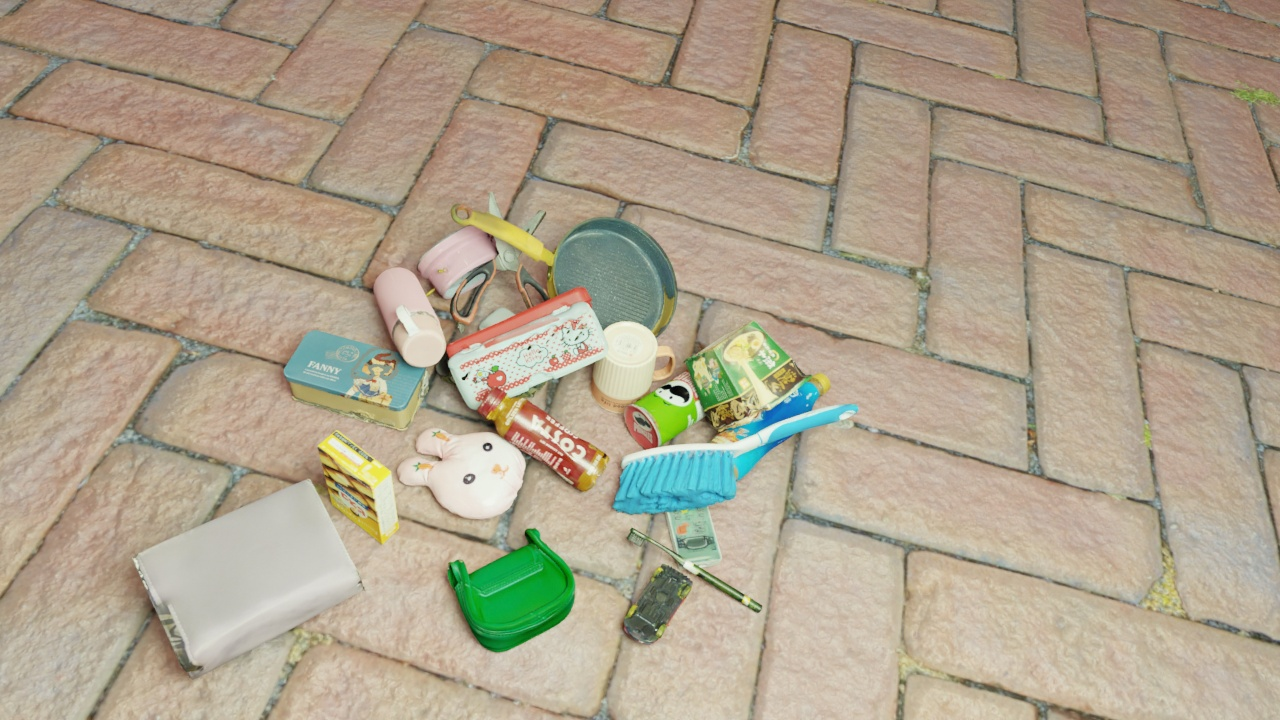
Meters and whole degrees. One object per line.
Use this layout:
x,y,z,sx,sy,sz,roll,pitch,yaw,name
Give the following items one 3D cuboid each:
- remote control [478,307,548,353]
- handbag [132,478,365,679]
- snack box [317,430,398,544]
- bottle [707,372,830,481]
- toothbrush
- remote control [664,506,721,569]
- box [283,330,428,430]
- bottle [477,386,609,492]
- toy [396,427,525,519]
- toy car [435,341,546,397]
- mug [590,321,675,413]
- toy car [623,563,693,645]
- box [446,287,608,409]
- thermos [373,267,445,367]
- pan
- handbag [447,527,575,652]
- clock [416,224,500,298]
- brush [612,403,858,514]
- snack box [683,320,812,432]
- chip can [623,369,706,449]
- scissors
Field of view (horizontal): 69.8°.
-0.165,-0.025,1.306,0.136,0.020,0.055,34,54,17,remote control
-0.426,0.241,1.014,0.196,0.099,0.145,-25,59,-26,handbag
-0.327,0.150,1.071,0.087,0.141,0.033,33,56,15,snack box
0.181,0.083,1.249,0.218,0.065,0.065,-33,64,-29,bottle
0.065,0.257,1.114,0.186,0.012,0.017,31,81,2,toothbrush
0.061,0.200,1.170,0.056,0.019,0.135,-5,54,-12,remote control
-0.378,0.024,1.210,0.184,0.062,0.089,15,51,0,box
-0.125,0.097,1.163,0.175,0.058,0.057,35,53,-6,bottle
-0.225,0.138,1.155,0.159,0.054,0.121,14,51,12,toy
-0.204,0.011,1.257,0.158,0.042,0.070,11,55,14,toy car
-0.007,0.007,1.251,0.114,0.106,0.081,-8,55,-14,mug
0.019,0.290,1.086,0.049,0.031,0.106,28,47,14,toy car
-0.145,-0.013,1.200,0.201,0.095,0.101,-23,93,3,box
-0.314,-0.065,1.229,0.067,0.087,0.198,-31,36,-6,thermos
-0.102,-0.136,1.280,0.357,0.078,0.197,17,67,-23,pan
-0.147,0.262,1.060,0.131,0.068,0.120,-24,59,-25,handbag
-0.243,-0.149,1.330,0.158,0.117,0.060,-34,86,-30,clock
0.115,0.121,1.136,0.315,0.060,0.109,-9,51,19,brush
0.132,0.015,1.191,0.117,0.118,0.105,-33,93,-28,snack box
0.088,0.038,1.265,0.235,0.072,0.072,-31,63,-28,chip can
-0.191,-0.127,1.282,0.188,0.015,0.222,-21,92,-30,scissors
